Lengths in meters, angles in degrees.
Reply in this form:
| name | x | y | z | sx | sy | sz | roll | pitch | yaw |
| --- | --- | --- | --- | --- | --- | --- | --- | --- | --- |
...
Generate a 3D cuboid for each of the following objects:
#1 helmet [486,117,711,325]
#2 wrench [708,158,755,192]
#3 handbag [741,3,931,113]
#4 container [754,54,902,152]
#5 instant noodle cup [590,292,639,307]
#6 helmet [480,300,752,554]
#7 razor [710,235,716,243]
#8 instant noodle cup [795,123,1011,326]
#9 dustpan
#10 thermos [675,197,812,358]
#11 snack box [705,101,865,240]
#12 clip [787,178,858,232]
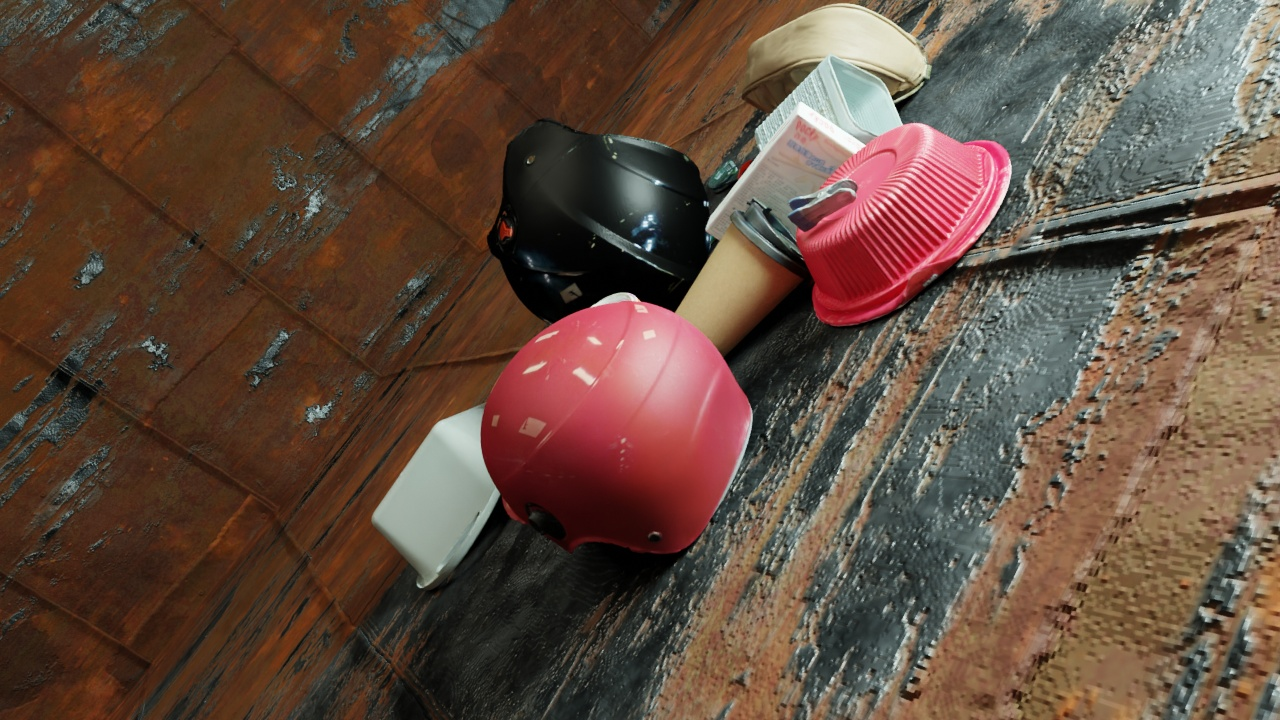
| name | x | y | z | sx | sy | sz | roll | pitch | yaw |
| --- | --- | --- | --- | --- | --- | --- | --- | --- | --- |
| helmet | -0.045 | -0.135 | 1.052 | 0.276 | 0.233 | 0.230 | -36 | 57 | 34 |
| wrench | 0.152 | -0.251 | 1.174 | 0.056 | 0.016 | 0.274 | -53 | 18 | -11 |
| handbag | 0.199 | -0.302 | 0.980 | 0.205 | 0.147 | 0.100 | -167 | 87 | -71 |
| container | 0.179 | -0.215 | 0.883 | 0.112 | 0.090 | 0.089 | -37 | 56 | 42 |
| instant noodle cup | -0.012 | -0.004 | 0.893 | 0.112 | 0.099 | 0.111 | -28 | 30 | 18 |
| helmet | -0.039 | 0.035 | 0.736 | 0.240 | 0.144 | 0.206 | -2 | 44 | 31 |
| razor | 0.074 | -0.150 | 1.129 | 0.133 | 0.028 | 0.043 | -44 | 42 | 27 |
| instant noodle cup | 0.193 | -0.120 | 0.732 | 0.194 | 0.066 | 0.193 | -42 | 20 | 19 |
| dustpan | -0.215 | 0.170 | 1.152 | 0.223 | 0.142 | 0.257 | -53 | -12 | 13 |
| thermos | 0.090 | -0.068 | 0.843 | 0.143 | 0.093 | 0.093 | -51 | 16 | 19 |
| snack box | 0.136 | -0.155 | 0.854 | 0.157 | 0.084 | 0.026 | -50 | 13 | 43 |
| clip | 0.143 | -0.121 | 0.711 | 0.058 | 0.026 | 0.038 | -24 | 41 | 37 |
